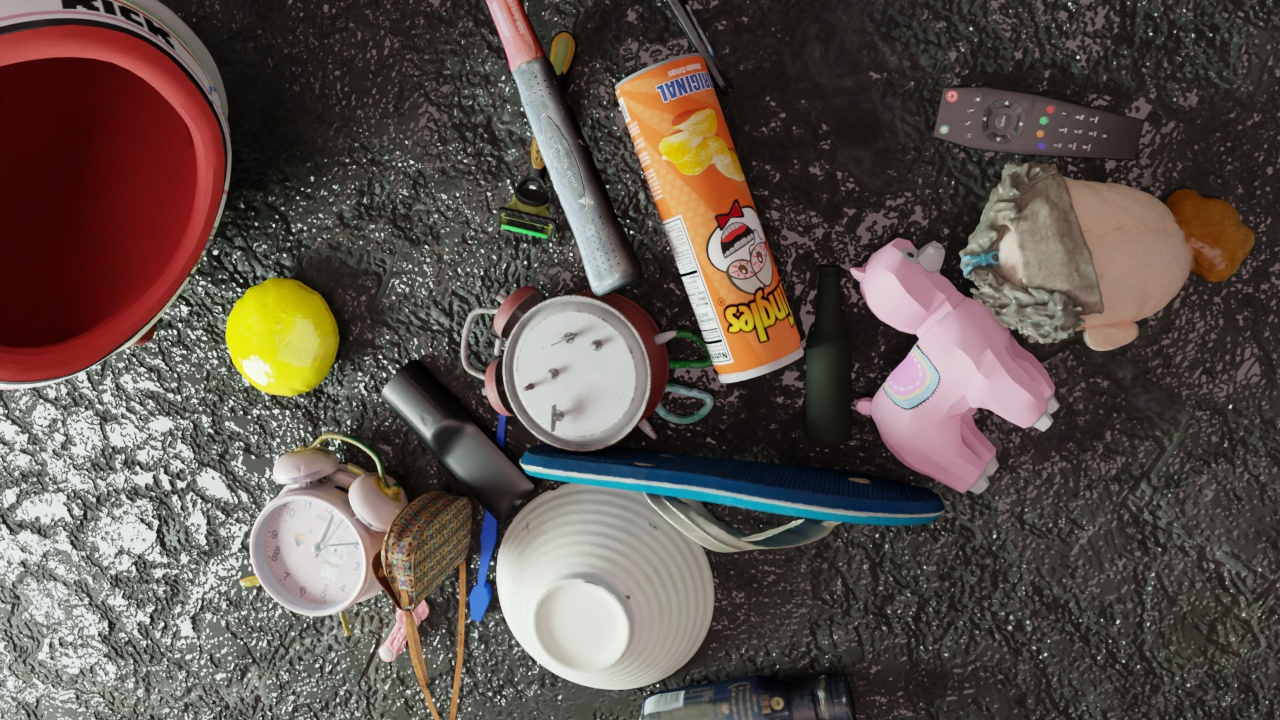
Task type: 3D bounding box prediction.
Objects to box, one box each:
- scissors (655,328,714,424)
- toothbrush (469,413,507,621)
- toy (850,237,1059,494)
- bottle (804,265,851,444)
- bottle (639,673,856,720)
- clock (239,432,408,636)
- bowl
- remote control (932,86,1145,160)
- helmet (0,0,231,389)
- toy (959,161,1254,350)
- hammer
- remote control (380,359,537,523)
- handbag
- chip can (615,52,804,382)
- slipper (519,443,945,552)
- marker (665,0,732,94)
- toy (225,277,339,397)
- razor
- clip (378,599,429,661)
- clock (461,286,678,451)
[{"bbox_3d":[-0.006,0.018,0.684,0.132,0.013,0.078,-5,102,16],"label":"scissors"},{"bbox_3d":[-0.118,0.119,0.731,0.016,0.011,0.187,11,101,10],"label":"toothbrush"},{"bbox_3d":[0.193,0.001,0.608,0.157,0.067,0.124,44,119,14],"label":"toy"},{"bbox_3d":[0.131,-0.004,0.638,0.033,0.033,0.123,0,101,12],"label":"bottle"},{"bbox_3d":[0.081,0.269,0.693,0.161,0.056,0.056,-14,98,15],"label":"bottle"},{"bbox_3d":[-0.246,0.131,0.733,0.117,0.058,0.158,25,105,6],"label":"clock"},{"bbox_3d":[-0.036,0.185,0.694,0.177,0.070,0.177,2,102,11],"label":"bowl"},{"bbox_3d":[0.255,-0.151,0.592,0.125,0.010,0.039,11,104,10],"label":"remote control"},{"bbox_3d":[-0.418,-0.137,0.623,0.315,0.230,0.236,-56,51,22],"label":"helmet"},{"bbox_3d":[0.286,-0.068,0.573,0.176,0.076,0.132,-5,72,1],"label":"toy"},{"bbox_3d":[-0.066,-0.203,0.617,0.141,0.036,0.326,-22,90,19],"label":"hammer"},{"bbox_3d":[-0.143,0.063,0.712,0.140,0.021,0.045,44,108,5],"label":"remote control"},{"bbox_3d":[-0.164,0.200,0.719,0.043,0.093,0.196,4,107,17],"label":"handbag"},{"bbox_3d":[0.048,-0.094,0.621,0.062,0.062,0.210,-18,97,15],"label":"chip can"},{"bbox_3d":[0.055,0.100,0.634,0.295,0.118,0.060,5,89,15],"label":"slipper"},{"bbox_3d":[0.027,-0.235,0.619,0.015,0.018,0.123,-29,95,21],"label":"marker"},{"bbox_3d":[-0.281,-0.018,0.719,0.095,0.041,0.094,2,97,12],"label":"toy"},{"bbox_3d":[-0.068,-0.161,0.653,0.044,0.021,0.144,12,105,-8],"label":"razor"},{"bbox_3d":[-0.197,0.224,0.753,0.022,0.039,0.059,30,110,1],"label":"clip"},{"bbox_3d":[-0.059,0.002,0.656,0.157,0.061,0.110,14,103,15],"label":"clock"}]
